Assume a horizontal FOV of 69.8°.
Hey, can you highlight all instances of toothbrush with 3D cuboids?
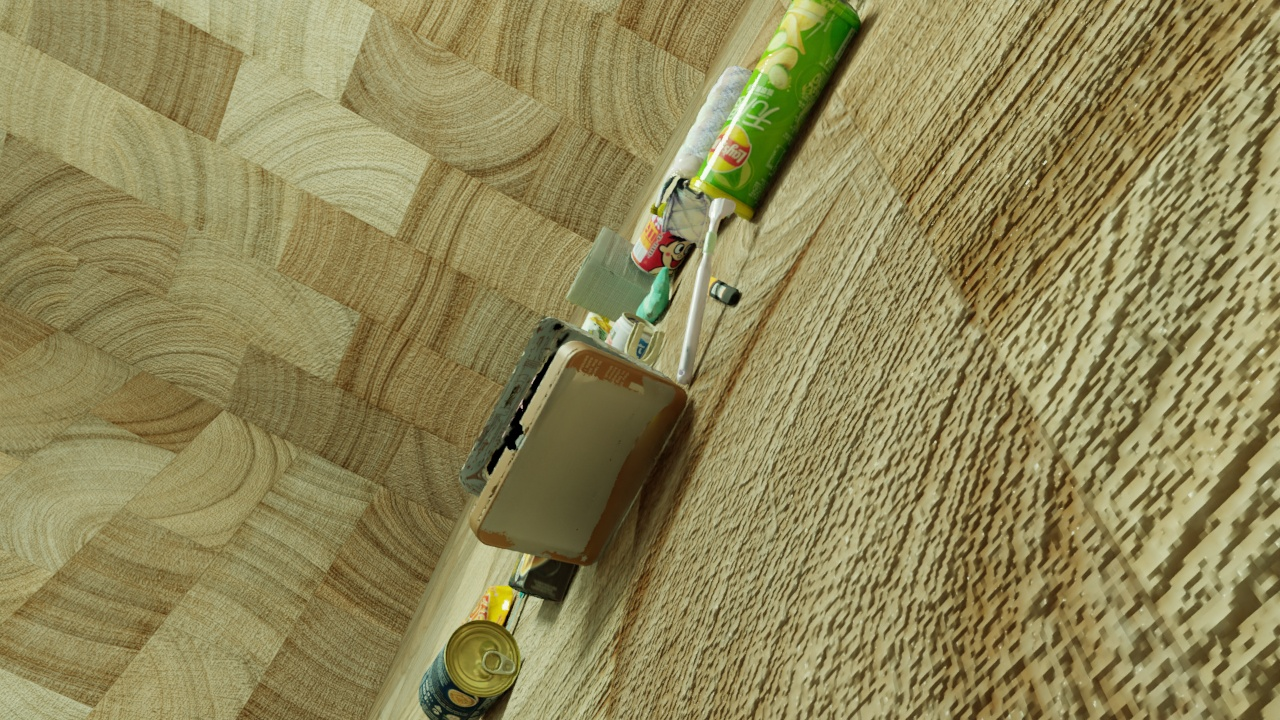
[{"bbox_3d":[0.057,-0.064,0.836,0.029,0.021,0.188,-6,61,41],"label":"toothbrush"},{"bbox_3d":[0.060,-0.215,1.200,0.189,0.017,0.016,-38,-39,-55],"label":"toothbrush"}]

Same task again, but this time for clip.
[{"bbox_3d":[-0.003,0.003,1.042,0.084,0.035,0.104,136,156,-68],"label":"clip"}]

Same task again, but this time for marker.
[{"bbox_3d":[0.074,-0.064,0.845,0.018,0.015,0.124,-63,10,6],"label":"marker"}]

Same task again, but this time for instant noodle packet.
[{"bbox_3d":[-0.202,0.344,1.125,0.111,0.044,0.128,-53,11,29],"label":"instant noodle packet"}]

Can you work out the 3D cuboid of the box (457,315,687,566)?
[{"bbox_3d":[-0.064,0.071,0.774,0.182,0.153,0.178,-62,-11,3],"label":"box"}]

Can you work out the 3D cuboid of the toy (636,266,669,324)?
[{"bbox_3d":[0.013,-0.061,1.176,0.092,0.030,0.096,122,165,-59],"label":"toy"}]

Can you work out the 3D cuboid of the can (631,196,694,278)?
[{"bbox_3d":[0.037,-0.163,1.217,0.094,0.066,0.066,-57,9,32],"label":"can"}]

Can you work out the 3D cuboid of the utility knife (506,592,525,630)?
[{"bbox_3d":[-0.126,0.241,1.090,0.029,0.013,0.207,-54,11,46],"label":"utility knife"}]

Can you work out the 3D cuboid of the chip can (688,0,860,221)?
[{"bbox_3d":[0.131,-0.249,0.891,0.221,0.072,0.072,-60,8,11],"label":"chip can"}]

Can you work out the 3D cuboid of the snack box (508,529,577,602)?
[{"bbox_3d":[-0.082,0.176,0.921,0.113,0.053,0.125,140,151,-70],"label":"snack box"}]

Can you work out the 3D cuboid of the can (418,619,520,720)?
[{"bbox_3d":[-0.172,0.315,0.914,0.111,0.075,0.075,-55,11,45],"label":"can"}]

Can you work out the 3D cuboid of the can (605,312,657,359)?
[{"bbox_3d":[-0.032,0.010,1.122,0.135,0.053,0.053,-60,8,17],"label":"can"}]

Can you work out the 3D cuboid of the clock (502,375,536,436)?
[{"bbox_3d":[-0.090,0.074,1.066,0.060,0.117,0.158,-20,45,63],"label":"clock"}]

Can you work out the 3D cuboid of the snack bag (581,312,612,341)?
[{"bbox_3d":[-0.087,0.028,1.360,0.158,0.068,0.246,-61,8,13],"label":"snack bag"}]

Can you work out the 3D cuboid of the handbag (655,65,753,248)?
[{"bbox_3d":[0.083,-0.240,1.100,0.134,0.075,0.193,107,-173,-63],"label":"handbag"}]

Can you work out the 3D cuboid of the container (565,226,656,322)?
[{"bbox_3d":[-0.027,-0.109,1.267,0.090,0.114,0.090,-55,11,43],"label":"container"}]
